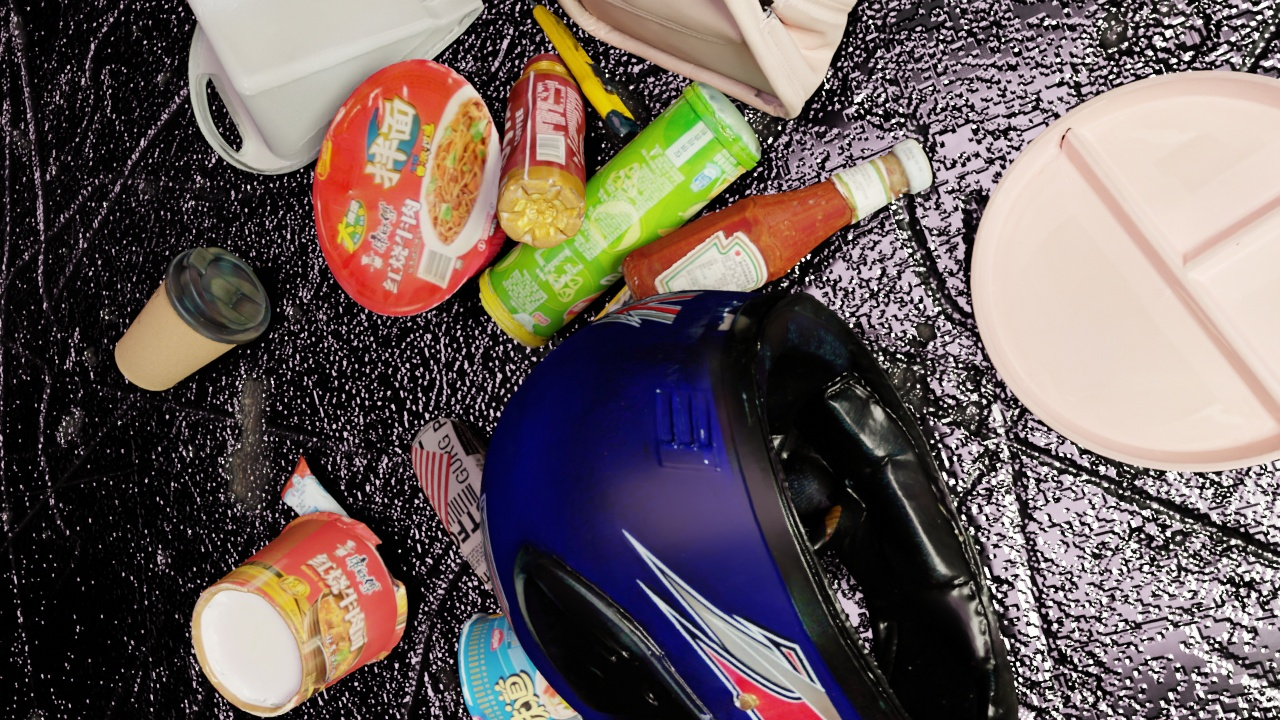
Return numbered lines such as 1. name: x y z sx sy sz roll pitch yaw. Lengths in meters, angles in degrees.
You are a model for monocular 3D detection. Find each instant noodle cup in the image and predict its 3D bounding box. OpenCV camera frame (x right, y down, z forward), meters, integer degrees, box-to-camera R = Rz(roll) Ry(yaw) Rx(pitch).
1. instant noodle cup: -0.273 0.203 0.723 0.138 0.108 0.138 6 105 21
2. instant noodle cup: -0.058 0.215 0.659 0.110 0.099 0.099 -21 81 12
3. instant noodle cup: -0.165 -0.128 0.713 0.194 0.065 0.194 -1 89 31

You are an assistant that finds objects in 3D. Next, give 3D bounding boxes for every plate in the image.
1. plate: 0.315 -0.051 0.535 0.230 0.028 0.229 0 90 22

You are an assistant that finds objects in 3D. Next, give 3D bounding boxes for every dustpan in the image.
1. dustpan: -0.293 -0.293 0.809 0.257 0.143 0.222 -29 77 -10

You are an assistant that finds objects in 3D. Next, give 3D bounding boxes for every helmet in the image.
1. helmet: 0.043 0.118 0.542 0.241 0.246 0.315 -25 100 36

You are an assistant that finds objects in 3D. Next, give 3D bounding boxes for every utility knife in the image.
1. utility knife: -0.044 -0.219 0.672 0.015 0.033 0.171 -45 58 22

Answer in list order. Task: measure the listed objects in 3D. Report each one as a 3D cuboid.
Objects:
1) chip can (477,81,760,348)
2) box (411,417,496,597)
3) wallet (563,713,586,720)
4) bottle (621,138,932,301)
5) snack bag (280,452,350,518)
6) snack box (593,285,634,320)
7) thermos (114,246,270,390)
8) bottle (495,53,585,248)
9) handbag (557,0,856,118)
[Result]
1. chip can: -0.016 -0.102 0.653 0.222 0.072 0.072 -39 75 18
2. box: -0.125 0.116 0.710 0.164 0.051 0.068 49 126 16
3. wallet: -0.067 0.325 0.698 0.097 0.019 0.121 -25 81 20
4. bottle: 0.089 -0.085 0.602 0.206 0.060 0.059 -25 79 6
5. snack bag: -0.272 0.129 0.783 0.104 0.026 0.048 40 113 17
6. snack box: -0.004 0.004 0.668 0.141 0.033 0.087 -48 72 17
7. thermos: -0.399 -0.033 0.811 0.144 0.093 0.093 -31 77 27
8. bottle: -0.067 -0.154 0.641 0.058 0.057 0.174 -24 43 21
9. handbag: 0.014 -0.240 0.554 0.193 0.233 0.093 29 101 21
